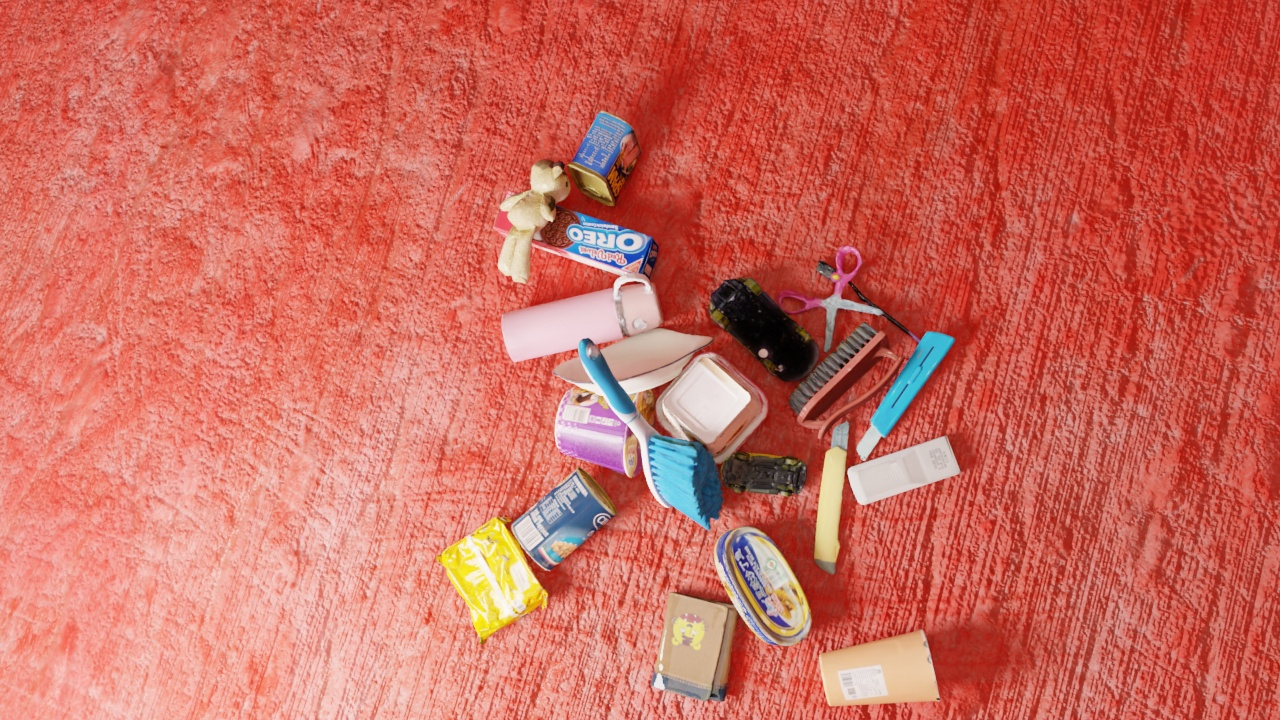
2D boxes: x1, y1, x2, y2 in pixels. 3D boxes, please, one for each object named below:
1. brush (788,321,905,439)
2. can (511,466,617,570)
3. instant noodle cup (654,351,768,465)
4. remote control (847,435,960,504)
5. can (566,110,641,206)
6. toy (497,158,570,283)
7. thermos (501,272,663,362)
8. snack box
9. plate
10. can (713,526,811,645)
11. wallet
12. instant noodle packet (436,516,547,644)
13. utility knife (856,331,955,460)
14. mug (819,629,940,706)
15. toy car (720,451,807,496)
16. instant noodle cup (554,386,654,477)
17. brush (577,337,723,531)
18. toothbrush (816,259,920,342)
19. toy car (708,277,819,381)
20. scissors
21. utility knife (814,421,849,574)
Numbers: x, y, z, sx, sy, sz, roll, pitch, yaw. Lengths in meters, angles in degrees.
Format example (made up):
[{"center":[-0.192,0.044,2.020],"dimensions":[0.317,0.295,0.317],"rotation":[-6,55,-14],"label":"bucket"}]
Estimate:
[{"center":[0.245,0.027,1.101],"dimensions":[0.146,0.063,0.069],"rotation":[-44,65,1],"label":"brush"},{"center":[-0.094,0.194,1.119],"dimensions":[0.111,0.075,0.075],"rotation":[-40,78,1],"label":"can"},{"center":[0.082,0.053,1.090],"dimensions":[0.116,0.124,0.116],"rotation":[42,89,12],"label":"instant noodle cup"},{"center":[0.313,0.132,1.096],"dimensions":[0.125,0.024,0.049],"rotation":[-20,80,4],"label":"remote control"},{"center":[-0.044,-0.256,1.166],"dimensions":[0.057,0.102,0.083],"rotation":[27,84,12],"label":"can"},{"center":[-0.132,-0.172,1.133],"dimensions":[0.105,0.066,0.157],"rotation":[23,92,53],"label":"toy"},{"center":[-0.074,-0.057,1.150],"dimensions":[0.199,0.087,0.067],"rotation":[-13,46,8],"label":"thermos"},{"center":[-0.081,-0.158,1.180],"dimensions":[0.207,0.058,0.057],"rotation":[20,87,11],"label":"snack box"},{"center":[-0.006,0.006,1.088],"dimensions":[0.163,0.164,0.034],"rotation":[-22,106,-25],"label":"plate"},{"center":[0.144,0.264,1.078],"dimensions":[0.074,0.049,0.148],"rotation":[-27,80,-13],"label":"can"},{"center":[0.067,0.342,1.097],"dimensions":[0.090,0.033,0.115],"rotation":[10,80,11],"label":"wallet"},{"center":[-0.180,0.270,1.136],"dimensions":[0.111,0.044,0.128],"rotation":[-34,75,9],"label":"instant noodle packet"},{"center":[0.315,0.042,1.107],"dimensions":[0.034,0.018,0.182],"rotation":[34,95,10],"label":"utility knife"},{"center":[0.270,0.356,1.045],"dimensions":[0.123,0.078,0.078],"rotation":[-13,80,10],"label":"mug"},{"center":[0.148,0.134,1.107],"dimensions":[0.105,0.032,0.048],"rotation":[5,103,-8],"label":"toy car"},{"center":[-0.044,0.080,1.119],"dimensions":[0.099,0.111,0.111],"rotation":[8,82,18],"label":"instant noodle cup"},{"center":[0.017,0.088,1.018],"dimensions":[0.109,0.315,0.060],"rotation":[17,59,26],"label":"brush"},{"center":[0.291,-0.062,1.133],"dimensions":[0.189,0.014,0.017],"rotation":[41,96,11],"label":"toothbrush"},{"center":[0.152,-0.038,1.135],"dimensions":[0.070,0.042,0.158],"rotation":[-44,77,0],"label":"toy car"},{"center":[0.234,-0.077,1.134],"dimensions":[0.134,0.017,0.133],"rotation":[9,96,18],"label":"scissors"},{"center":[0.232,0.164,1.105],"dimensions":[0.031,0.019,0.183],"rotation":[8,89,5],"label":"utility knife"}]
